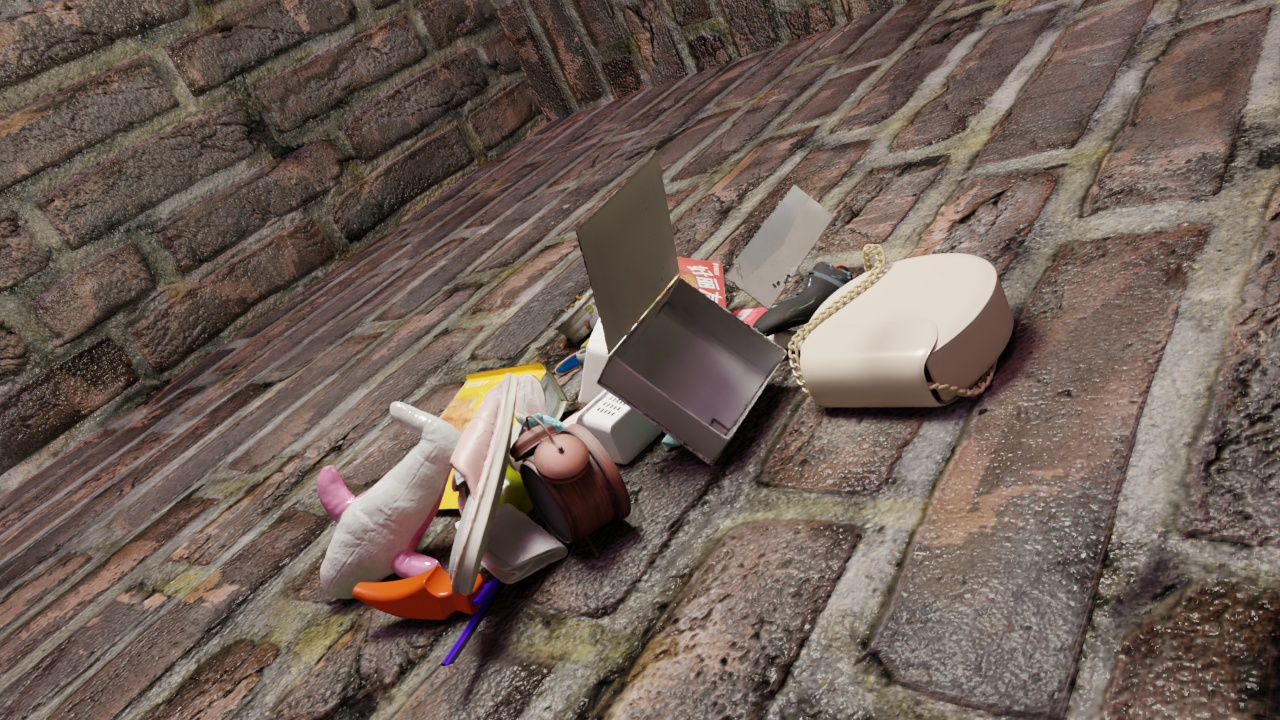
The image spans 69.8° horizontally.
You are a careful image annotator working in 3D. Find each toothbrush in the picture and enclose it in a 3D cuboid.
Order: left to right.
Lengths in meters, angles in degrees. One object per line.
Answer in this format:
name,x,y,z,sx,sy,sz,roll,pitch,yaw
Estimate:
toothbrush,-0.076,-0.016,1.429,0.134,0.021,0.017,-32,8,-18

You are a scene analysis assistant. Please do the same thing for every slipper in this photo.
slipper,-0.173,0.120,0.976,0.054,0.114,0.273,10,45,-4

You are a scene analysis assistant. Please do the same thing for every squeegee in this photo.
squeegee,-0.225,0.251,0.987,0.185,0.055,0.249,-3,21,17

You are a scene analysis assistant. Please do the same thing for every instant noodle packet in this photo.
instant noodle packet,-0.214,0.116,1.251,0.163,0.084,0.221,-7,42,37

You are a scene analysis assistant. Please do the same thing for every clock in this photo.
clock,-0.079,0.122,0.976,0.072,0.158,0.121,-31,23,-23
clock,-0.087,-0.084,1.504,0.104,0.056,0.147,-38,10,42

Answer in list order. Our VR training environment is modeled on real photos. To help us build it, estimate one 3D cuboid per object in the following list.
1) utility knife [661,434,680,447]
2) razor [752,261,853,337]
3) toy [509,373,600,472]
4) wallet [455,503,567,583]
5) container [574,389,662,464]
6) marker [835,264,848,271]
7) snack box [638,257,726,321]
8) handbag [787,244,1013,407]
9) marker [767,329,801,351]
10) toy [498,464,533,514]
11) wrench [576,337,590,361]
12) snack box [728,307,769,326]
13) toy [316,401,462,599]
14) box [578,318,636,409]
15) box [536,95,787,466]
utility knife,0.067,0.057,1.113,0.022,0.015,0.128,24,58,20
razor,0.201,-0.075,1.154,0.140,0.064,0.053,-28,8,-11
toy,-0.118,0.105,1.130,0.106,0.131,0.205,-63,7,11
wallet,-0.145,0.193,1.002,0.086,0.032,0.116,-22,30,-39
container,-0.011,0.069,1.120,0.050,0.081,0.129,17,48,43
marker,0.265,-0.089,1.221,0.024,0.021,0.144,-25,22,24
snack box,0.056,-0.071,1.237,0.113,0.060,0.235,8,27,-1
handbag,0.283,-0.038,0.996,0.211,0.103,0.208,-3,37,46
marker,0.186,-0.027,1.170,0.025,0.025,0.126,-37,25,-22
toy,-0.176,0.158,1.111,0.090,0.051,0.110,-31,48,2
wrench,-0.035,-0.062,1.450,0.084,0.018,0.272,-10,22,31
snack box,0.113,-0.027,1.251,0.089,0.021,0.132,-3,33,44
toy,-0.291,0.176,1.110,0.266,0.186,0.127,-51,-4,14
box,-0.003,-0.001,1.244,0.137,0.124,0.108,12,30,1
box,0.018,-0.074,1.005,0.150,0.369,0.166,-5,35,41
